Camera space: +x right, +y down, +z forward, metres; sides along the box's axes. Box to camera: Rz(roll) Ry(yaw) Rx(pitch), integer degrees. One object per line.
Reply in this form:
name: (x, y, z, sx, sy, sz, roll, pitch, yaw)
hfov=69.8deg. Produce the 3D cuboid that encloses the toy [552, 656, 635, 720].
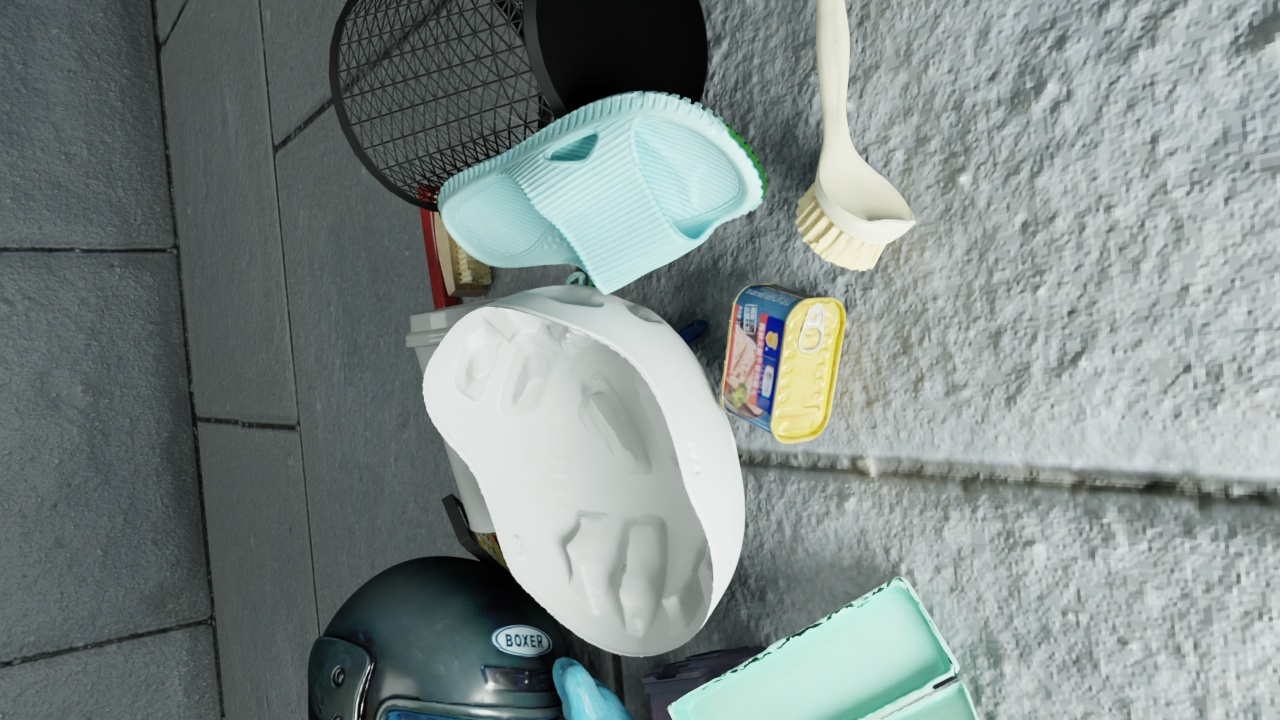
toy: (-0.010, 0.321, 0.765, 0.180, 0.114, 0.184, 65, 159, -3)

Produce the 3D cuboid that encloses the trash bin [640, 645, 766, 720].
trash bin: (0.069, 0.296, 0.670, 0.094, 0.092, 0.160, -32, 65, 51)

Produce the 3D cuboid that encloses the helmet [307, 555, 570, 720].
helmet: (-0.178, 0.321, 0.882, 0.316, 0.248, 0.236, 25, 94, 49)

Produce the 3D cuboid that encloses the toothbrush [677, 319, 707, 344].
toothbrush: (-0.005, 0.005, 0.786, 0.017, 0.016, 0.191, 39, 143, -14)

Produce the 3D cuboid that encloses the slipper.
slipper: (-0.047, -0.104, 0.628, 0.277, 0.069, 0.116, -8, 130, 39)

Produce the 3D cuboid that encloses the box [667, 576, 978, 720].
box: (0.112, 0.232, 0.563, 0.187, 0.057, 0.137, -35, 49, 20)

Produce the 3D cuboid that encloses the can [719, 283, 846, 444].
can: (0.095, -0.001, 0.621, 0.059, 0.053, 0.100, 28, 116, 52)

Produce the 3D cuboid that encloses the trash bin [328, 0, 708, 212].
trash bin: (-0.090, -0.233, 0.727, 0.244, 0.216, 0.217, 5, 99, 47)

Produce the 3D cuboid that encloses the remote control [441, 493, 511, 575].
remote control: (-0.174, 0.191, 0.984, 0.058, 0.013, 0.133, 59, 176, 31)

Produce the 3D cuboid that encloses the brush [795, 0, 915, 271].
brush: (0.121, -0.189, 0.565, 0.077, 0.062, 0.272, -12, 81, 50)

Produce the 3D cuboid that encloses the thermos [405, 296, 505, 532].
thermos: (-0.152, 0.053, 0.920, 0.132, 0.131, 0.222, -1, 101, 54)

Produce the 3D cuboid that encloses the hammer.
hammer: (-0.228, -0.055, 1.080, 0.126, 0.036, 0.315, -23, 75, 55)

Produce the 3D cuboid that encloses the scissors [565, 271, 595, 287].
scissors: (-0.061, -0.021, 0.866, 0.071, 0.014, 0.131, 36, 122, 46)

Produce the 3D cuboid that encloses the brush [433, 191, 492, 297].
brush: (-0.193, -0.129, 1.006, 0.039, 0.049, 0.117, -14, 83, 36)

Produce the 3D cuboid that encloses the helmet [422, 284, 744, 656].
helmet: (-0.029, 0.080, 0.689, 0.225, 0.183, 0.282, -43, 63, 46)
